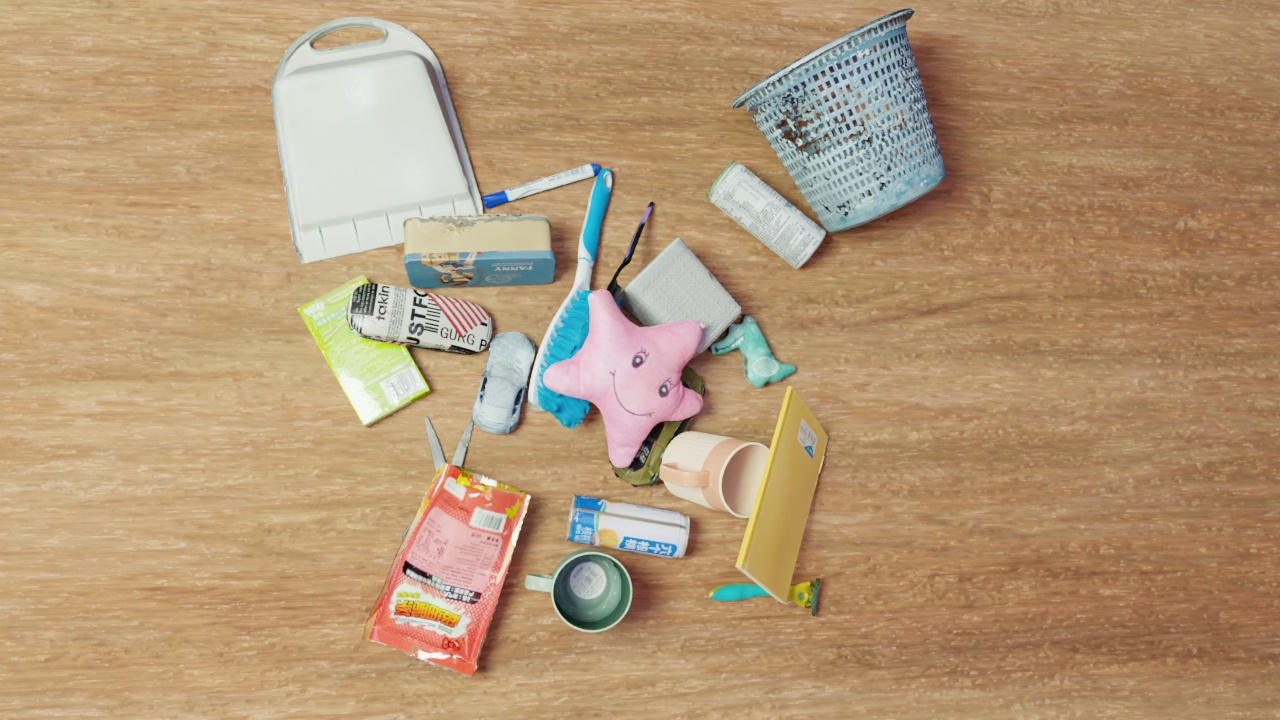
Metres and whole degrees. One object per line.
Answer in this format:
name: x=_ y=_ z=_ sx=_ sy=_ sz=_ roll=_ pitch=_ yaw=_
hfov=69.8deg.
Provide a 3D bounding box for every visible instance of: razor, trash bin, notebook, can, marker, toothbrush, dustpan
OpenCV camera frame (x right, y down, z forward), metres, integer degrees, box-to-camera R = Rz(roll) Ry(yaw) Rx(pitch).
razor: x=0.141 y=0.268 z=1.054 sx=0.132 sy=0.028 sz=0.043 roll=3 pitch=103 yaw=-10
trash bin: x=0.249 y=-0.266 z=1.075 sx=0.226 sy=0.227 sz=0.195 roll=-27 pitch=97 yaw=-10
notebook: x=0.161 y=0.151 z=1.013 sx=0.010 sy=0.146 sz=0.206 roll=6 pitch=67 yaw=32
can: x=0.153 y=-0.177 z=1.114 sx=0.147 sy=0.058 sz=0.058 roll=38 pitch=78 yaw=1
marker: x=-0.119 y=-0.212 z=1.110 sx=0.145 sy=0.017 sz=0.017 roll=-19 pitch=83 yaw=-9
can: x=-0.015 y=0.188 z=1.037 sx=0.134 sy=0.053 sz=0.053 roll=11 pitch=79 yaw=-5
toothbrush: x=-0.009 y=-0.128 z=1.067 sx=0.017 sy=0.014 sz=0.188 roll=44 pitch=43 yaw=-24
dustpan: x=-0.325 y=-0.277 z=1.101 sx=0.222 sy=0.142 sz=0.258 roll=-13 pitch=112 yaw=-9

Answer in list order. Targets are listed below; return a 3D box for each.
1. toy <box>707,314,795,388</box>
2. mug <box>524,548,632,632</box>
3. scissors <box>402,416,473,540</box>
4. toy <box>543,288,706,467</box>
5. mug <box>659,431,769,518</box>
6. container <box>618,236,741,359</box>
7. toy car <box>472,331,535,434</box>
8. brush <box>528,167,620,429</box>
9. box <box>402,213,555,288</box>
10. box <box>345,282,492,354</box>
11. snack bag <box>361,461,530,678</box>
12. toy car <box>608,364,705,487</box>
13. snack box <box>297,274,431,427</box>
toy: x=0.130 y=-0.010 z=1.097 sx=0.096 sy=0.030 sz=0.092 roll=-20 pitch=80 yaw=-23
mug: x=-0.069 y=0.245 z=0.994 sx=0.111 sy=0.106 sz=0.082 roll=8 pitch=81 yaw=-6
scissors: x=-0.219 y=0.153 z=1.042 sx=0.159 sy=0.014 sz=0.178 roll=-41 pitch=86 yaw=-13
toy: x=-0.006 y=0.006 z=0.997 sx=0.178 sy=0.074 sz=0.194 roll=-39 pitch=116 yaw=-6
mug: x=0.073 y=0.124 z=1.011 sx=0.114 sy=0.106 sz=0.081 roll=0 pitch=94 yaw=-37
container: x=0.047 y=-0.067 z=1.070 sx=0.090 sy=0.090 sz=0.114 roll=-45 pitch=91 yaw=-11
toy car: x=-0.157 y=0.025 z=1.057 sx=0.054 sy=0.037 sz=0.120 roll=14 pitch=77 yaw=-4
brush: x=-0.062 y=-0.081 z=1.065 sx=0.060 sy=0.110 sz=0.314 roll=25 pitch=82 yaw=-40
box: x=-0.178 y=-0.125 z=1.052 sx=0.184 sy=0.090 sz=0.060 roll=-1 pitch=74 yaw=-5
box: x=-0.246 y=-0.047 z=1.035 sx=0.164 sy=0.056 sz=0.070 roll=7 pitch=54 yaw=-23
snack bag: x=-0.205 y=0.224 z=0.993 sx=0.128 sy=0.073 sz=0.207 roll=20 pitch=84 yaw=1
toy car: x=0.020 y=0.072 z=1.068 sx=0.070 sy=0.042 sz=0.158 roll=29 pitch=76 yaw=-2
snack box: x=-0.315 y=-0.011 z=1.049 sx=0.085 sy=0.026 sz=0.156 roll=-31 pitch=86 yaw=-11
